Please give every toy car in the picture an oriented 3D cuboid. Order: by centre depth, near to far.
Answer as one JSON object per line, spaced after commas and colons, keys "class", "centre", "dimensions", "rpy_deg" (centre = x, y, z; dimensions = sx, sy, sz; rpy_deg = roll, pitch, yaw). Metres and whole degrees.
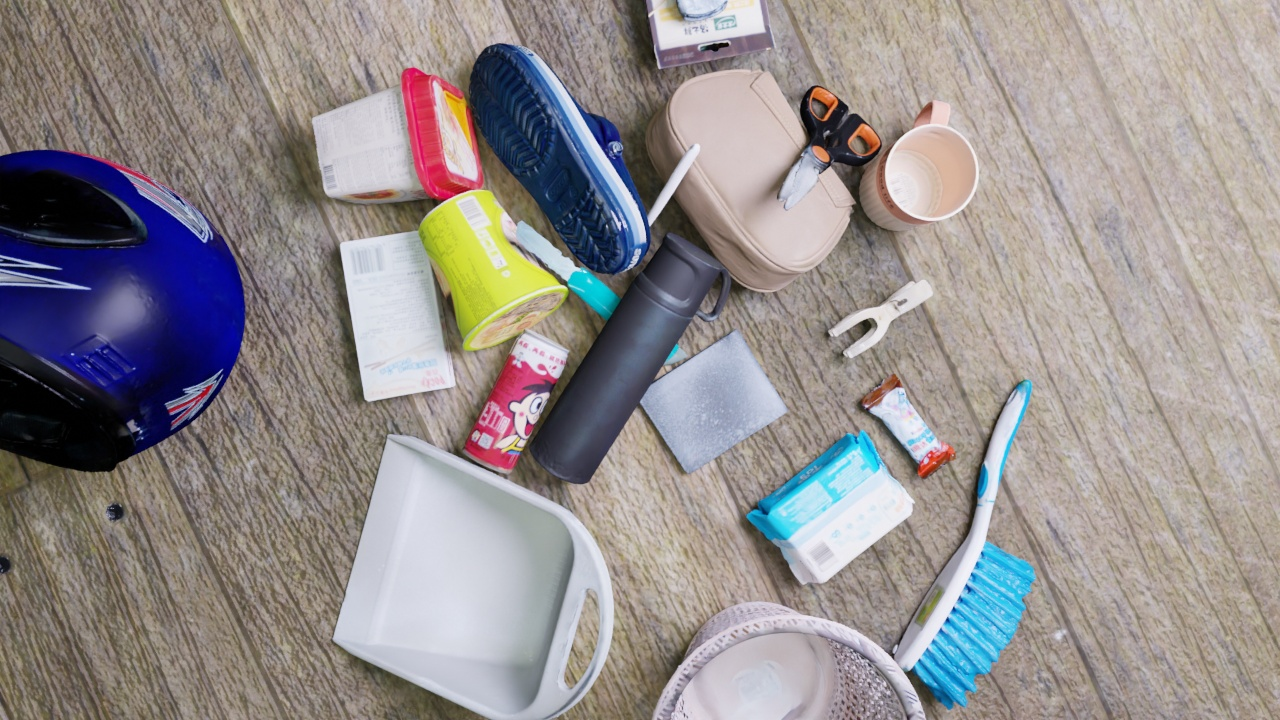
{"class": "toy car", "centre": [0.045, -0.363, 0.838], "dimensions": [0.049, 0.031, 0.105], "rpy_deg": [-20, 85, -2]}

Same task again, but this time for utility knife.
{"class": "utility knife", "centre": [-0.035, -0.058, 0.856], "dimensions": [0.029, 0.013, 0.219], "rpy_deg": [-44, 121, 11]}

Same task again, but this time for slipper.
{"class": "slipper", "centre": [-0.062, -0.196, 0.848], "dimensions": [0.095, 0.105, 0.252], "rpy_deg": [-24, 75, -40]}

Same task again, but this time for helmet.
{"class": "helmet", "centre": [-0.502, -0.062, 0.786], "dimensions": [0.315, 0.248, 0.239], "rpy_deg": [23, 52, -6]}

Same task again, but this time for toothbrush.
{"class": "toothbrush", "centre": [0.009, -0.136, 0.837], "dimensions": [0.016, 0.181, 0.016], "rpy_deg": [43, 50, 3]}

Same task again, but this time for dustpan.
{"class": "dustpan", "centre": [-0.153, 0.211, 0.846], "dimensions": [0.258, 0.142, 0.222], "rpy_deg": [15, 91, -2]}

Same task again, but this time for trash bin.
{"class": "trash bin", "centre": [0.117, 0.314, 0.820], "dimensions": [0.227, 0.192, 0.227], "rpy_deg": [0, 91, -1]}

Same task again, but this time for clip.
{"class": "clip", "centre": [0.233, -0.044, 0.889], "dimensions": [0.100, 0.074, 0.035], "rpy_deg": [-37, 90, 5]}

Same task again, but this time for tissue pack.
{"class": "tissue pack", "centre": [0.184, 0.141, 0.881], "dimensions": [0.140, 0.063, 0.090], "rpy_deg": [-39, 93, 2]}

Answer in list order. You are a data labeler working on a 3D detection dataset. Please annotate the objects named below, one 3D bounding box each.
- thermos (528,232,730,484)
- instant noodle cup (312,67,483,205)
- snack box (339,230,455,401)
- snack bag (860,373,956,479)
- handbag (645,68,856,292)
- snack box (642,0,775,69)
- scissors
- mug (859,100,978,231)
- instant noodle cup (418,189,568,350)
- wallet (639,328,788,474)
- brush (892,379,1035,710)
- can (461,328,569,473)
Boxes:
{"class": "thermos", "centre": [-0.005, 0.005, 0.849], "dimensions": [0.090, 0.068, 0.243], "rpy_deg": [26, 108, -27]}
{"class": "instant noodle cup", "centre": [-0.226, -0.197, 0.854], "dimensions": [0.124, 0.116, 0.116], "rpy_deg": [-9, 91, 11]}
{"class": "snack box", "centre": [-0.236, -0.044, 0.894], "dimensions": [0.085, 0.027, 0.157], "rpy_deg": [-9, 92, 0]}
{"class": "snack bag", "centre": [0.263, 0.066, 0.898], "dimensions": [0.045, 0.026, 0.105], "rpy_deg": [-39, 89, 4]}
{"class": "handbag", "centre": [0.101, -0.169, 0.856], "dimensions": [0.147, 0.100, 0.204], "rpy_deg": [-34, 91, -26]}
{"class": "snack box", "centre": [0.060, -0.341, 0.874], "dimensions": [0.113, 0.053, 0.125], "rpy_deg": [-10, 92, 0]}
{"class": "scissors", "centre": [0.147, -0.192, 0.817], "dimensions": [0.139, 0.234, 0.022], "rpy_deg": [55, 133, 13]}
{"class": "mug", "centre": [0.257, -0.180, 0.851], "dimensions": [0.081, 0.106, 0.114], "rpy_deg": [12, 91, -1]}
{"class": "instant noodle cup", "centre": [-0.145, -0.089, 0.860], "dimensions": [0.111, 0.111, 0.123], "rpy_deg": [-31, 82, 0]}
{"class": "wallet", "centre": [0.070, 0.041, 0.902], "dimensions": [0.121, 0.019, 0.097], "rpy_deg": [-33, 89, 2]}
{"class": "brush", "centre": [0.338, 0.178, 0.891], "dimensions": [0.109, 0.060, 0.314], "rpy_deg": [32, 88, 3]}
{"class": "can", "centre": [-0.119, 0.038, 0.883], "dimensions": [0.053, 0.053, 0.133], "rpy_deg": [27, 91, -1]}
